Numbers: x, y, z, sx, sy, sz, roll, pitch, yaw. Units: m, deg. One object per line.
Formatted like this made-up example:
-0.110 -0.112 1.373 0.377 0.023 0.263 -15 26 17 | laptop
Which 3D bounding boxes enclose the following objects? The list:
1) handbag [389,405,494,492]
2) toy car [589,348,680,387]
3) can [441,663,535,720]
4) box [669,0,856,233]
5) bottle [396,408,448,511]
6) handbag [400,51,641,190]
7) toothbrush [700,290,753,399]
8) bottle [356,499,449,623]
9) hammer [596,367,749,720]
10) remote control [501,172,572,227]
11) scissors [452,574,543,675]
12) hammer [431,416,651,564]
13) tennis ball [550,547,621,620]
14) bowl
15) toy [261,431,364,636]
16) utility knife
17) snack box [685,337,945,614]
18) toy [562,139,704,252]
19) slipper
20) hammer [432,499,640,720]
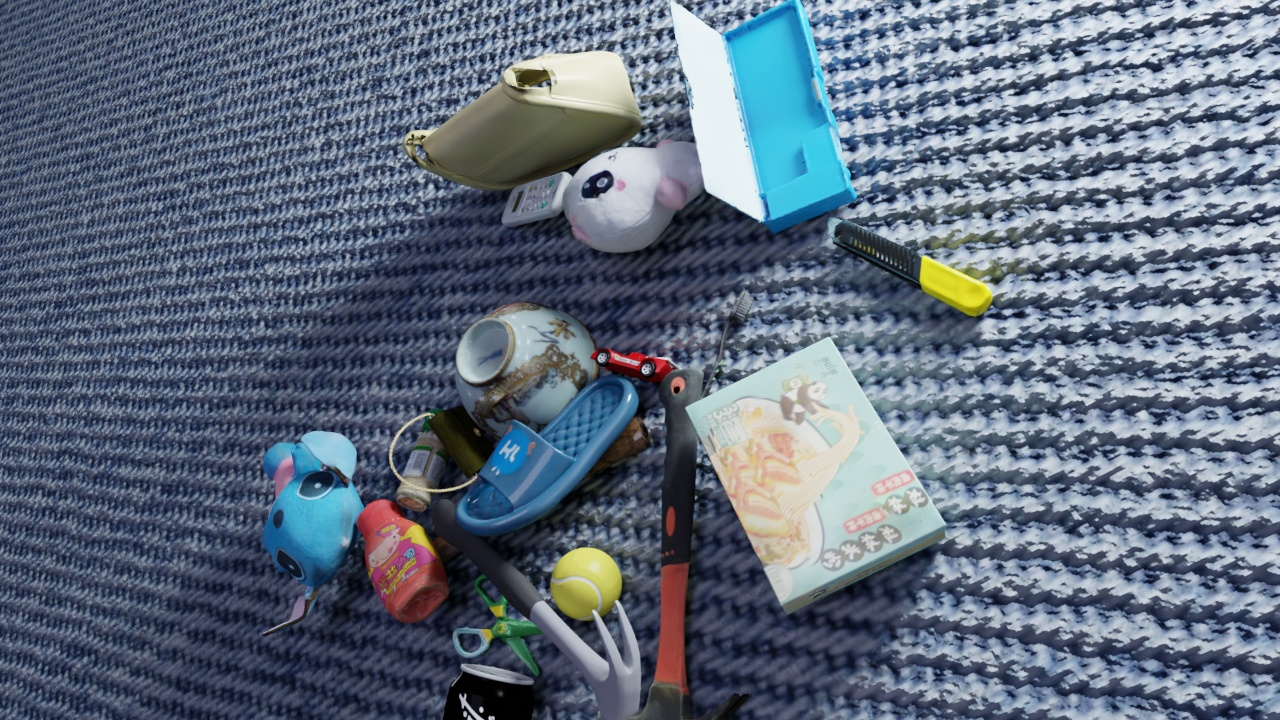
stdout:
-0.196 0.089 0.902 0.027 0.177 0.084 -37 87 14 | handbag
-0.005 0.005 0.909 0.090 0.038 0.025 14 76 34 | toy car
-0.147 0.358 0.833 0.080 0.080 0.146 3 73 32 | can
0.115 -0.257 0.892 0.114 0.113 0.243 -20 63 24 | box
-0.227 0.107 0.986 0.043 0.042 0.109 -7 52 29 | bottle
-0.129 -0.268 1.015 0.233 0.190 0.088 -19 77 38 | handbag
0.068 0.021 0.875 0.017 0.014 0.188 21 85 12 | toothbrush
-0.246 0.200 0.935 0.071 0.048 0.134 -48 50 6 | bottle
0.032 0.168 0.822 0.133 0.033 0.332 -8 70 30 | hammer
-0.115 -0.178 1.032 0.134 0.022 0.050 3 72 57 | remote control
-0.139 0.272 0.903 0.112 0.012 0.131 -51 53 6 | scissors
-0.133 0.143 0.940 0.331 0.033 0.120 -32 57 17 | hammer
-0.050 0.205 0.842 0.065 0.065 0.065 -12 66 27 | tennis ball
-0.134 0.005 0.954 0.160 0.094 0.159 -11 67 27 | bowl
-0.375 0.183 1.018 0.192 0.098 0.224 13 91 53 | toy
0.231 -0.088 0.813 0.174 0.020 0.029 36 91 35 | utility knife
0.141 0.092 0.767 0.141 0.044 0.193 -27 58 3 | snack box
0.005 -0.174 0.933 0.180 0.101 0.138 -24 35 22 | toy
-0.090 0.086 0.873 0.213 0.059 0.104 -42 34 -11 | slipper
-0.106 0.212 0.835 0.311 0.029 0.125 32 123 41 | hammer
